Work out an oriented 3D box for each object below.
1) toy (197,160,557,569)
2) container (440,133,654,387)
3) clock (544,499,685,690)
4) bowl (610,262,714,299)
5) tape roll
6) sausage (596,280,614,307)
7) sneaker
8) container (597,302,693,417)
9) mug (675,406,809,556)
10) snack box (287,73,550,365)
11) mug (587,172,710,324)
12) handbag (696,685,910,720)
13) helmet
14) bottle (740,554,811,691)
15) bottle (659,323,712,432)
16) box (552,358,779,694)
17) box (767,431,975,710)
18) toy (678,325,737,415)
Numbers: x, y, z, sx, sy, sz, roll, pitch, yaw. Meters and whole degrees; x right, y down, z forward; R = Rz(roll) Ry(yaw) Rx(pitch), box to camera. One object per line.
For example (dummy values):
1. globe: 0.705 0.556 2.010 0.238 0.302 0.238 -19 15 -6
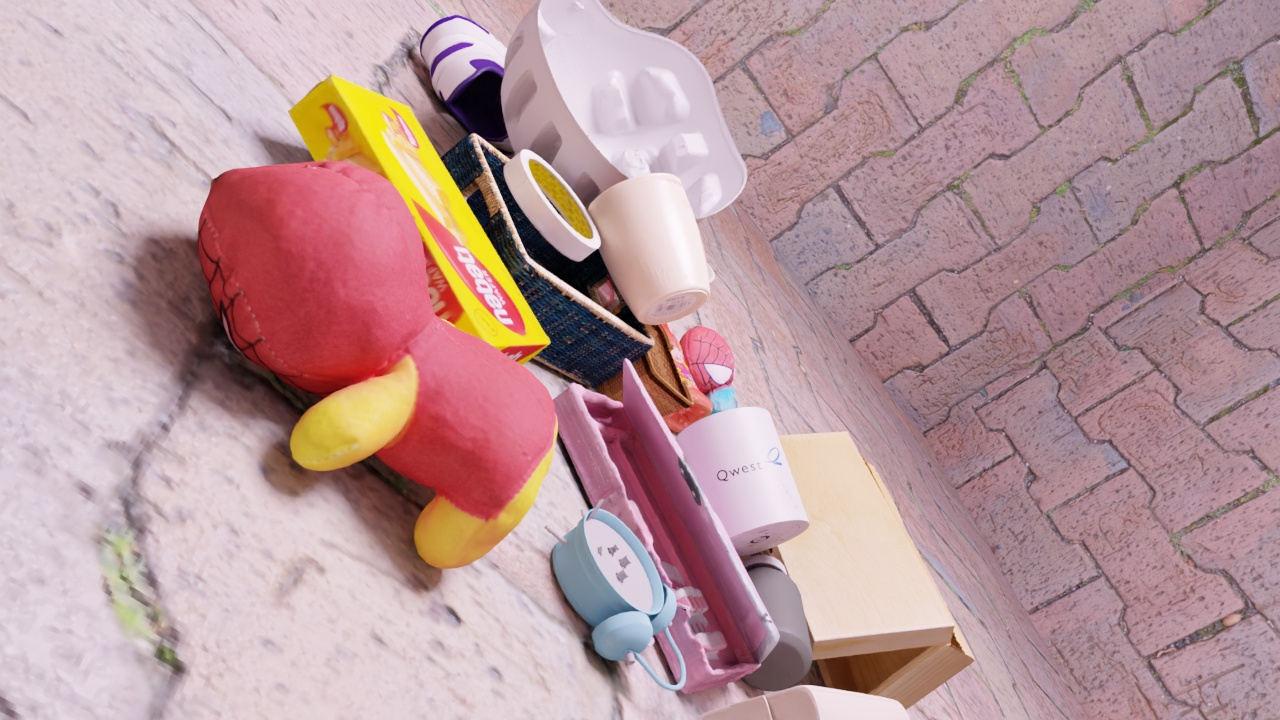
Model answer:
1. toy: -0.125 -0.008 0.455 0.216 0.099 0.147 54 8 -17
2. container: -0.084 -0.073 0.737 0.187 0.071 0.145 32 27 -54
3. clock: -0.008 0.145 0.560 0.123 0.042 0.087 55 16 10
4. bowl: -0.012 -0.102 0.971 0.176 0.058 0.176 22 20 -9
5. tape roll: -0.067 -0.119 0.709 0.094 0.019 0.094 49 16 -20
6. sausage: -0.080 -0.112 0.890 0.155 0.040 0.040 49 17 -15
7. sneaker: -0.124 -0.253 0.973 0.244 0.092 0.111 32 28 -45
8. container: -0.005 0.005 0.822 0.063 0.061 0.113 40 21 -40
9. mug: 0.063 0.103 0.737 0.083 0.119 0.096 104 -27 -61
10. snack box: -0.139 -0.082 0.588 0.200 0.042 0.092 59 16 8
11. mug: 0.011 -0.083 0.769 0.112 0.085 0.104 96 -24 -69
12. handbag: 0.124 0.305 0.543 0.194 0.101 0.197 33 38 -52
13. helmet: -0.024 -0.221 0.863 0.224 0.184 0.282 63 15 9
14. bottle: 0.098 0.201 0.714 0.060 0.060 0.108 49 17 -17
15. bottle: 0.022 0.005 0.925 0.071 0.048 0.134 32 27 -50
16. box: 0.026 0.110 0.659 0.099 0.080 0.232 25 33 -58
17. box: 0.189 0.184 0.851 0.179 0.142 0.248 54 11 -35
18. toy: 0.083 0.022 1.049 0.092 0.062 0.133 -6 73 -64
